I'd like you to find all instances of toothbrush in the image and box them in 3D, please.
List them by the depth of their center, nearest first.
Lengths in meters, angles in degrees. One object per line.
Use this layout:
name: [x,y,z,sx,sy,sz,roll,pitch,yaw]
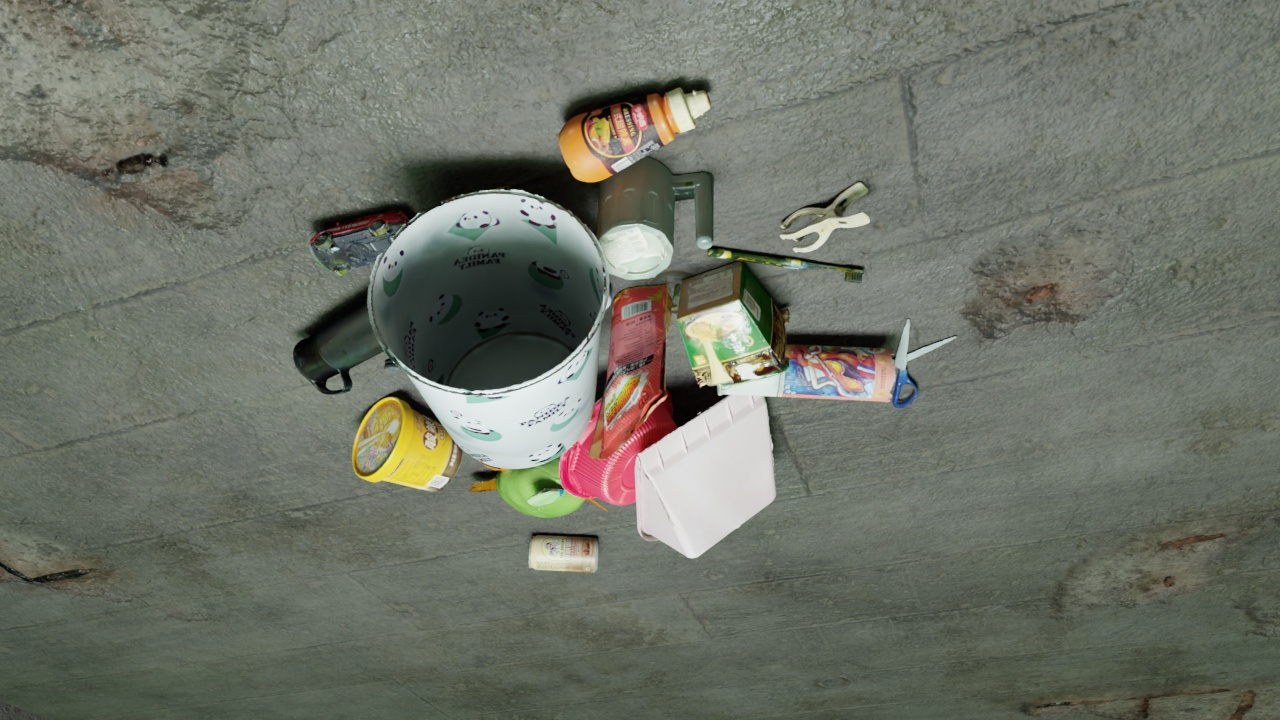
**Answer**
toothbrush: [0.167,-0.109,1.056,0.186,0.017,0.012,7,177,-7]
toothbrush: [-0.255,0.015,1.179,0.189,0.016,0.014,6,138,24]

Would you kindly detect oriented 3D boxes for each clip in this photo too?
clip: [0.199,-0.152,0.987,0.100,0.070,0.034,-24,133,37]

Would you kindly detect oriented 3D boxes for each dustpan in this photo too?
dustpan: [0.073,0.153,1.284,0.222,0.139,0.274,-29,121,-24]

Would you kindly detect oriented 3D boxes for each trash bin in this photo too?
trash bin: [-0.143,-0.013,0.978,0.229,0.229,0.252,1,152,1]

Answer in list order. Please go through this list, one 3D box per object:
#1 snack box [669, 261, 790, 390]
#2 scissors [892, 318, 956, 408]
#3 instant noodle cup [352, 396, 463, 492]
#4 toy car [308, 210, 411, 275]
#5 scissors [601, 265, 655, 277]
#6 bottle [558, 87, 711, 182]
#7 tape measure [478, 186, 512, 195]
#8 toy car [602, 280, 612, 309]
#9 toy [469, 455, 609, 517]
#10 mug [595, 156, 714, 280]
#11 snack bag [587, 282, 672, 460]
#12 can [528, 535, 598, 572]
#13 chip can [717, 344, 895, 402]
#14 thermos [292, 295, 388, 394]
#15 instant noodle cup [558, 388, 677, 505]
snack box: [0.103,-0.046,1.071,0.118,0.118,0.105,-17,127,21]
scissors: [0.330,0.009,1.199,0.162,0.012,0.176,-10,137,12]
instant noodle cup: [-0.322,0.125,1.286,0.119,0.118,0.114,-29,139,32]
toy car: [-0.307,-0.133,1.021,0.120,0.045,0.053,-13,137,9]
scissors: [-0.014,-0.107,1.026,0.134,0.017,0.133,-6,171,34]
bottle: [-0.003,-0.226,0.891,0.150,0.066,0.067,-19,137,13]
tape measure: [-0.157,-0.160,0.995,0.057,0.028,0.060,-10,139,12]
toy car: [-0.078,-0.079,1.090,0.090,0.034,0.043,11,136,-13]
toy: [-0.148,0.183,1.344,0.227,0.089,0.247,21,161,-21]
mug: [0.015,-0.149,0.946,0.124,0.103,0.084,-5,140,9]
snack bag: [-0.006,0.006,1.052,0.073,0.207,0.129,30,130,-22]
can: [-0.130,0.330,1.566,0.116,0.058,0.059,3,141,-2]
chip can: [0.206,0.014,1.154,0.215,0.071,0.071,3,141,2]
thermos: [-0.318,-0.032,1.115,0.243,0.090,0.068,-25,172,29]
instant noodle cup: [-0.013,0.124,1.227,0.193,0.066,0.194,-28,139,-28]
